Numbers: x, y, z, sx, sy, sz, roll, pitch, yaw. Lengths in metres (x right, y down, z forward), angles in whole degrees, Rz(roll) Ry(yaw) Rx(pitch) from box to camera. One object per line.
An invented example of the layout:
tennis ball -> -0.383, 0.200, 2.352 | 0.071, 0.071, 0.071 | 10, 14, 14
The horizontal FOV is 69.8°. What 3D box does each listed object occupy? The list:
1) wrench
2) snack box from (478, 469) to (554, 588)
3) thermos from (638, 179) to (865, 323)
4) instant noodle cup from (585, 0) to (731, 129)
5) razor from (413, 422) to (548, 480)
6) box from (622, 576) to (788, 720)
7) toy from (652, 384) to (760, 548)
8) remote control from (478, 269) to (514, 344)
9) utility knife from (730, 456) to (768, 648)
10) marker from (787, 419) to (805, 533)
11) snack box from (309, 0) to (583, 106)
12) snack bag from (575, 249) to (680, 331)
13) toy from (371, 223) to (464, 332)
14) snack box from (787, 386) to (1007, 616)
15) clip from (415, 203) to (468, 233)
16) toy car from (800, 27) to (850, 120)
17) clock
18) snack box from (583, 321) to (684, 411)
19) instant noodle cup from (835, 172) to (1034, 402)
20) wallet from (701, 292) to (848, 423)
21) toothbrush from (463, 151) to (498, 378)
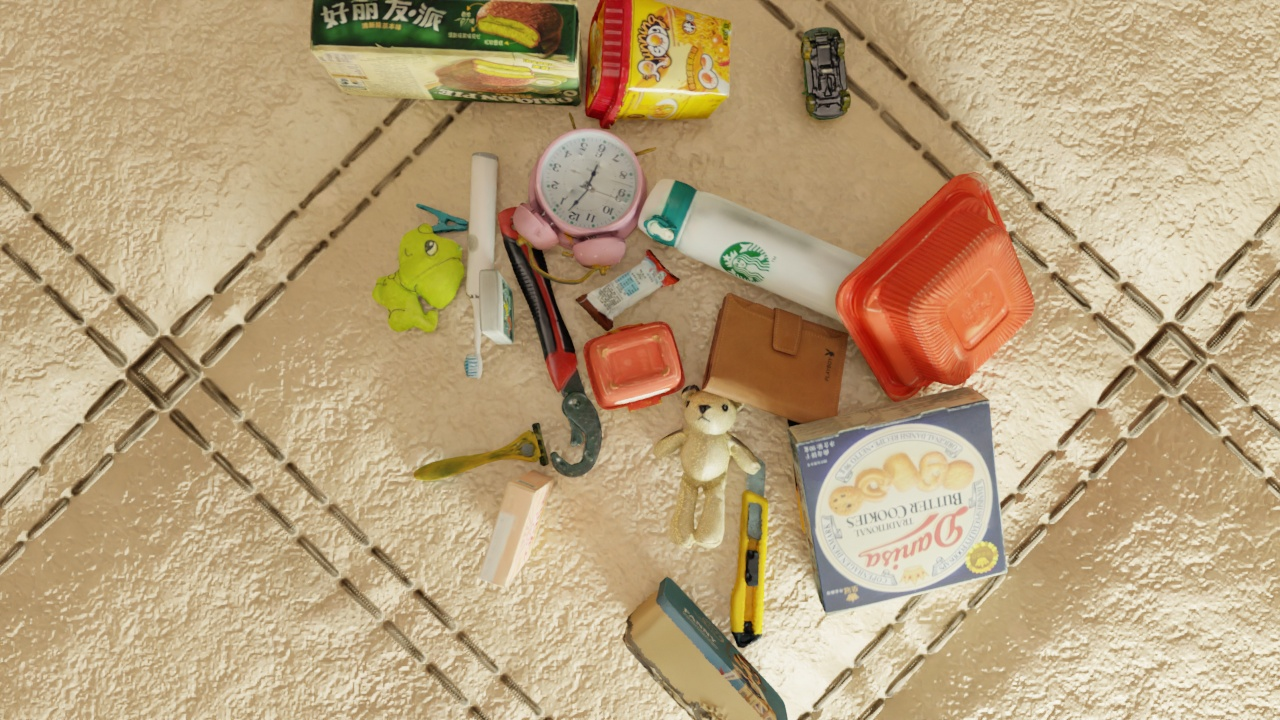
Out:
wrench -> -0.089, -0.020, 0.898 | 0.056, 0.016, 0.273 | -14, 86, -18
snack box -> -0.108, 0.146, 0.822 | 0.026, 0.157, 0.084 | 18, 87, 2
thermos -> 0.108, -0.107, 0.882 | 0.224, 0.073, 0.073 | 23, 87, 1
instant noodle cup -> 0.017, -0.283, 0.875 | 0.123, 0.116, 0.116 | 3, 86, -13
razor -> -0.157, 0.096, 0.891 | 0.132, 0.028, 0.043 | -13, 91, 0
box -> 0.056, 0.284, 0.851 | 0.063, 0.089, 0.184 | -41, 90, 3
toy -> 0.059, 0.101, 0.872 | 0.105, 0.066, 0.157 | 5, 79, 16
remote control -> -0.131, -0.047, 0.842 | 0.019, 0.135, 0.056 | -2, 86, -3
utility knife -> 0.107, 0.185, 0.894 | 0.033, 0.015, 0.190 | 3, 87, -4
marker -> 0.159, 0.109, 0.900 | 0.018, 0.015, 0.123 | -7, 85, -3
snack box -> -0.175, -0.292, 0.865 | 0.240, 0.114, 0.063 | 2, 86, -1
snack bag -> -0.011, -0.069, 0.886 | 0.104, 0.026, 0.048 | -39, 80, -24
toy -> -0.213, -0.078, 0.895 | 0.100, 0.031, 0.096 | -28, 94, 0
snack box -> 0.242, 0.132, 0.859 | 0.178, 0.045, 0.182 | -13, 105, -2
clip -> -0.197, -0.136, 0.907 | 0.055, 0.013, 0.034 | 4, 88, -1
toy car -> 0.182, -0.282, 0.909 | 0.043, 0.036, 0.091 | -5, 86, -2
clock -> -0.057, -0.149, 0.884 | 0.117, 0.060, 0.158 | 21, 86, -3
snack box -> -0.005, 0.005, 0.869 | 0.091, 0.080, 0.082 | -15, 88, -2
instant noodle cup -> 0.287, -0.059, 0.848 | 0.188, 0.079, 0.164 | -44, 124, -5
wallet -> 0.131, 0.001, 0.878 | 0.132, 0.031, 0.107 | 20, 64, -8
toothbrush -> -0.157, -0.092, 0.899 | 0.026, 0.027, 0.221 | 4, 86, -39
